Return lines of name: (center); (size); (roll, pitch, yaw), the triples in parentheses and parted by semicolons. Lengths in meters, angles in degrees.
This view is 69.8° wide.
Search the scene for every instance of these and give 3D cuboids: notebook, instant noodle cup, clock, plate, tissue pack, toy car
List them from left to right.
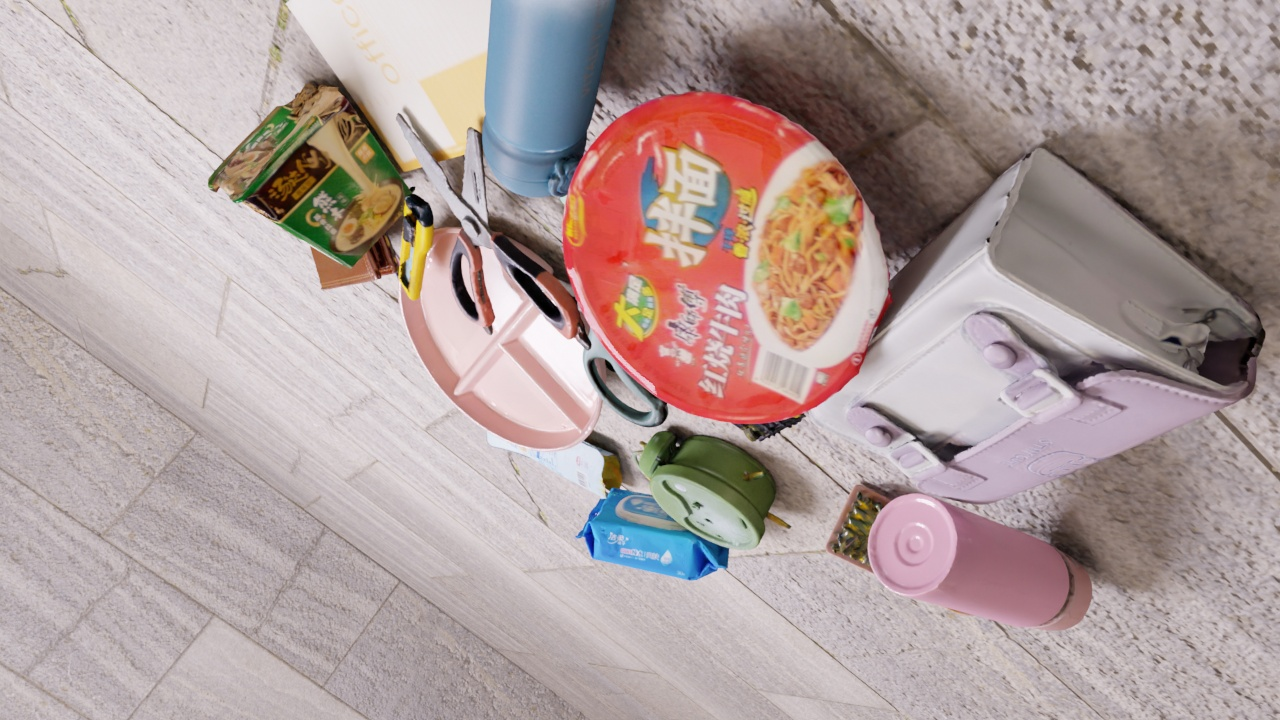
notebook: (-0.147, -0.202, 0.610); (0.207, 0.010, 0.146); (2, 132, 47)
plate: (-0.123, -0.018, 0.819); (0.230, 0.028, 0.230); (22, 133, 25)
tissue pack: (0.019, 0.177, 0.953); (0.157, 0.094, 0.052); (10, 108, 11)
clock: (0.058, 0.120, 0.876); (0.161, 0.056, 0.116); (12, 145, 36)
instant noodle cup: (0.052, -0.061, 0.524); (0.194, 0.065, 0.194); (16, 122, 26)
toy car: (0.079, 0.026, 0.692); (0.049, 0.031, 0.106); (-34, 134, 27)

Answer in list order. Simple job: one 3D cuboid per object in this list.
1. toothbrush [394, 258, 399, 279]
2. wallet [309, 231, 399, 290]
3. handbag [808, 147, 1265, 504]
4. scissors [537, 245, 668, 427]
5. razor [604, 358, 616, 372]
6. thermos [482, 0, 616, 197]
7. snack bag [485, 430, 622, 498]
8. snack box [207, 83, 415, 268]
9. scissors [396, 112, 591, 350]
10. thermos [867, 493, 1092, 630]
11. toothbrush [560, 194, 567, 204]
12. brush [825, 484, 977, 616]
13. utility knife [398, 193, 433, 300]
toothbrush: (-0.230, -0.060, 0.950); (0.018, 0.014, 0.189); (30, 155, 36)
wallet: (-0.277, -0.120, 0.849); (0.125, 0.032, 0.101); (-3, 107, 48)
handbag: (0.197, 0.004, 0.495); (0.145, 0.098, 0.197); (29, 154, -1)
scissors: (-0.009, -0.010, 0.716); (0.173, 0.019, 0.179); (21, 131, 7)
razor: (-0.005, 0.005, 0.794); (0.143, 0.022, 0.043); (15, 149, 33)
thermos: (-0.044, -0.175, 0.470); (0.070, 0.070, 0.221); (30, 146, 8)
snack bag: (-0.111, 0.096, 1.045); (0.191, 0.038, 0.110); (23, 156, 24)
snack box: (-0.252, -0.138, 0.724); (0.105, 0.117, 0.118); (47, 168, -36)
scissors: (-0.121, -0.088, 0.701); (0.222, 0.015, 0.189); (53, 149, -12)
thermos: (0.237, 0.139, 0.637); (0.198, 0.067, 0.087); (21, -161, -37)
toothbrush: (-0.025, -0.098, 0.636); (0.224, 0.026, 0.027); (44, 154, -9)
brush: (0.231, 0.160, 0.751); (0.146, 0.063, 0.073); (25, -179, 14)
utility knife: (-0.187, -0.090, 0.758); (0.033, 0.015, 0.155); (53, 153, 9)
